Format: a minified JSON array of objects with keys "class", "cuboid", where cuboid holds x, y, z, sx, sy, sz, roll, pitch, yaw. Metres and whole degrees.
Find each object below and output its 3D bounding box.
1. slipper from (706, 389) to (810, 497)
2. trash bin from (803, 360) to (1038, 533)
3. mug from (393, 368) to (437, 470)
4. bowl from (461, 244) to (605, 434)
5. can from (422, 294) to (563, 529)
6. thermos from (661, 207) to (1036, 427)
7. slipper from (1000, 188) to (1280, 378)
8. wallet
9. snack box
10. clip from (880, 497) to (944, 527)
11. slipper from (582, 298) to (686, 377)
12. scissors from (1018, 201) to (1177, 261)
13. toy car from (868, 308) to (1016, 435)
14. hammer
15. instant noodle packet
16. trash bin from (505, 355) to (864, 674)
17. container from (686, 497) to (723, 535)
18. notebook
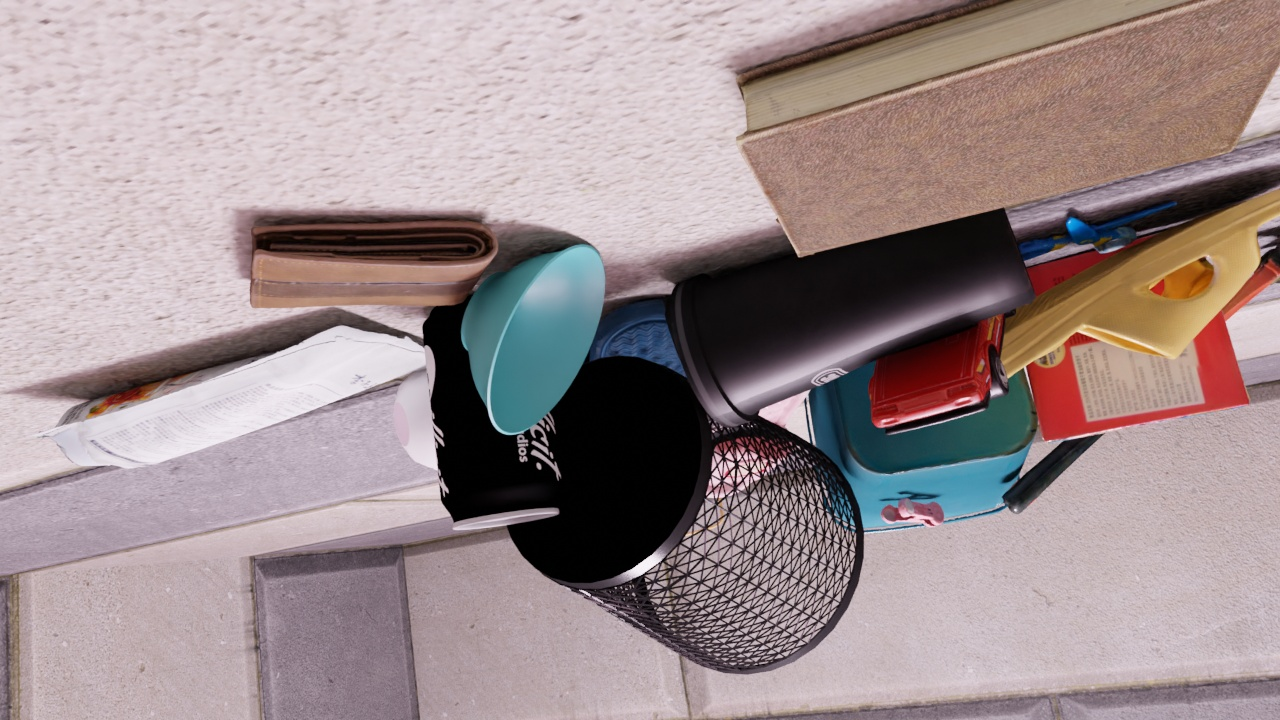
[{"class":"slipper","cuboid":[0.107,0.079,0.926,0.106,0.055,0.222,-6,145,-21]},{"class":"trash bin","cuboid":[0.255,0.044,0.847,0.199,0.196,0.218,-11,162,8]},{"class":"mug","cuboid":[-0.168,0.040,0.763,0.076,0.090,0.124,-11,-158,-32]},{"class":"bowl","cuboid":[-0.072,-0.020,0.550,0.046,0.121,0.121,25,178,19]},{"class":"can","cuboid":[-0.098,0.035,0.612,0.080,0.146,0.080,-9,168,-2]},{"class":"thermos","cuboid":[0.129,-0.035,0.588,0.219,0.105,0.105,-20,164,24]},{"class":"slipper","cuboid":[0.344,-0.031,0.660,0.264,0.078,0.099,-31,180,13]},{"class":"wallet","cuboid":[-0.145,-0.047,0.491,0.121,0.027,0.099,-4,170,-23]},{"class":"snack box","cuboid":[0.379,-0.018,0.728,0.145,0.142,0.040,-16,168,29]},{"class":"clip","cuboid":[0.241,0.131,0.803,0.058,0.023,0.050,-2,157,4]},{"class":"slipper","cuboid":[-0.004,0.004,0.759,0.103,0.059,0.214,-10,154,-13]},{"class":"scissors","cuboid":[0.323,-0.089,0.668,0.126,0.013,0.129,-20,168,41]},{"class":"toy car","cuboid":[0.206,-0.017,0.627,0.082,0.056,0.188,-21,-158,34]},{"class":"hammer","cuboid":[0.435,0.012,0.774,0.333,0.033,0.133,-45,159,7]},{"class":"instant noodle packet","cuboid":[-0.293,0.023,0.680,0.269,0.057,0.146,-17,169,14]},{"class":"trash bin","cuboid":[0.031,0.117,0.716,0.217,0.216,0.243,-15,150,26]},{"class":"container","cuboid":[-0.003,0.125,1.047,0.183,0.167,0.129,-6,168,-9]},{"class":"notebook","cuboid":[0.161,-0.100,0.420,0.216,0.034,0.190,-12,163,16]}]
